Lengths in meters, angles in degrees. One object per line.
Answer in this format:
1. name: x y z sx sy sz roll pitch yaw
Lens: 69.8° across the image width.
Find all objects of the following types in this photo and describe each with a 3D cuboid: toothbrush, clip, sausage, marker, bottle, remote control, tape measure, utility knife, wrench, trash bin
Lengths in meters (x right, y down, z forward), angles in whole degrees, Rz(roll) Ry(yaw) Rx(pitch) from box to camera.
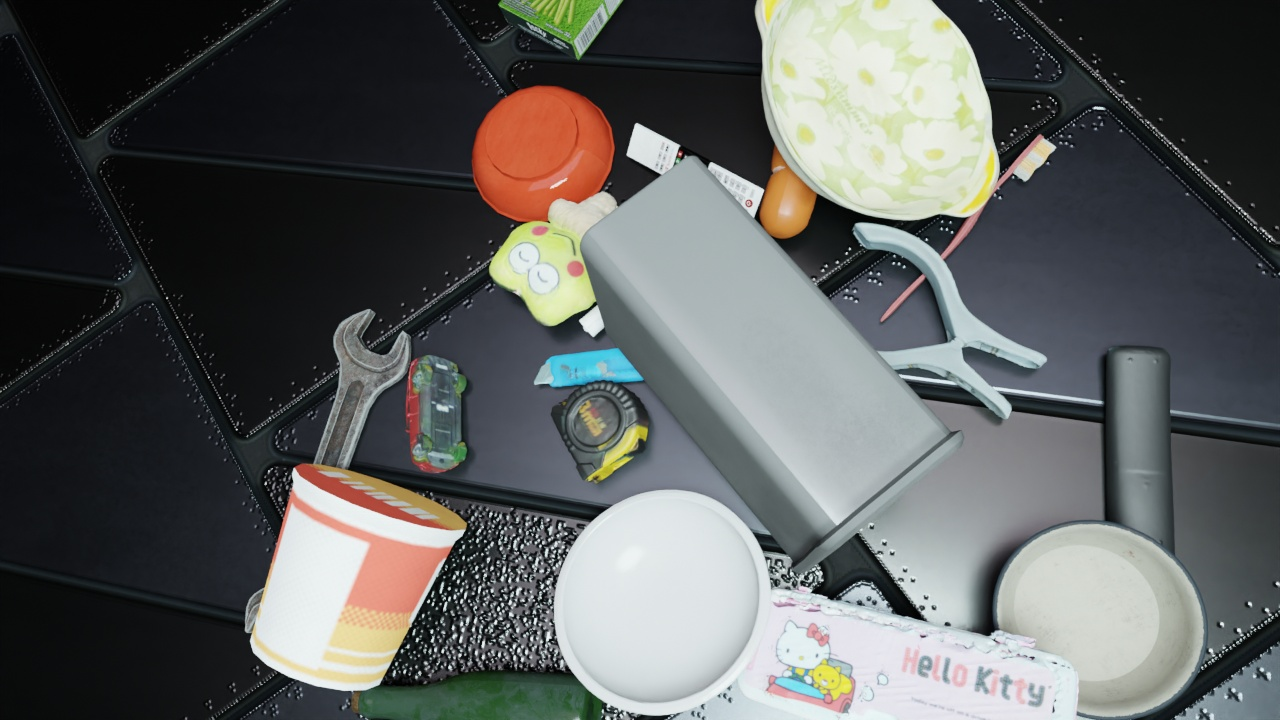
1. toothbrush: 0.240 -0.095 0.676 0.015 0.015 0.184 42 87 15
2. clip: 0.213 -0.049 0.651 0.172 0.029 0.143 24 86 9
3. sausage: 0.120 -0.172 0.705 0.044 0.039 0.164 2 75 22
4. marker: 0.007 -0.067 0.708 0.133 0.020 0.017 -41 81 -2
5. bottle: -0.116 0.240 0.631 0.174 0.055 0.055 0 75 12
6. remote control: 0.042 -0.148 0.716 0.124 0.011 0.028 33 125 23
7. remote control: 0.333 0.064 0.611 0.041 0.020 0.151 3 78 10
8. tape measure: -0.027 0.047 0.676 0.063 0.038 0.067 -35 68 9
9. utility knife: -0.004 0.004 0.695 0.158 0.015 0.031 -6 71 10
10. wrench: -0.245 0.090 0.719 0.070 0.010 0.273 13 78 14
11. trash bin: 0.071 0.012 0.576 0.097 0.192 0.220 -37 74 -7

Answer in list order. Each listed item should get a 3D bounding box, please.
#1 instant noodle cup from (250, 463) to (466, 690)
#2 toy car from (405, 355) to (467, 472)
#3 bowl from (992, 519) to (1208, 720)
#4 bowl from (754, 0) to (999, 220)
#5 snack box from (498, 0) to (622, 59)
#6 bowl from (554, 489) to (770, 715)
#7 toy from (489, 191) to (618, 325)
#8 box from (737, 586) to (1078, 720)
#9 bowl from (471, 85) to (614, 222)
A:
1. instant noodle cup: -0.203 0.152 0.643 0.123 0.123 0.121 21 87 15
2. toy car: -0.158 0.041 0.699 0.036 0.042 0.091 -26 62 33
3. bowl: 0.279 0.158 0.571 0.116 0.059 0.115 -3 79 17
4. bowl: 0.159 -0.184 0.666 0.219 0.060 0.188 41 68 -10
5. snack box: -0.045 -0.339 0.789 0.080 0.025 0.147 33 83 17
6. bowl: 0.018 0.165 0.624 0.150 0.043 0.149 -9 59 15
7. toy: -0.056 -0.084 0.713 0.115 0.046 0.092 -43 69 -11
8. box: 0.157 0.194 0.562 0.203 0.044 0.086 6 73 35
9. bowl: -0.085 -0.175 0.747 0.122 0.035 0.122 -3 75 10
